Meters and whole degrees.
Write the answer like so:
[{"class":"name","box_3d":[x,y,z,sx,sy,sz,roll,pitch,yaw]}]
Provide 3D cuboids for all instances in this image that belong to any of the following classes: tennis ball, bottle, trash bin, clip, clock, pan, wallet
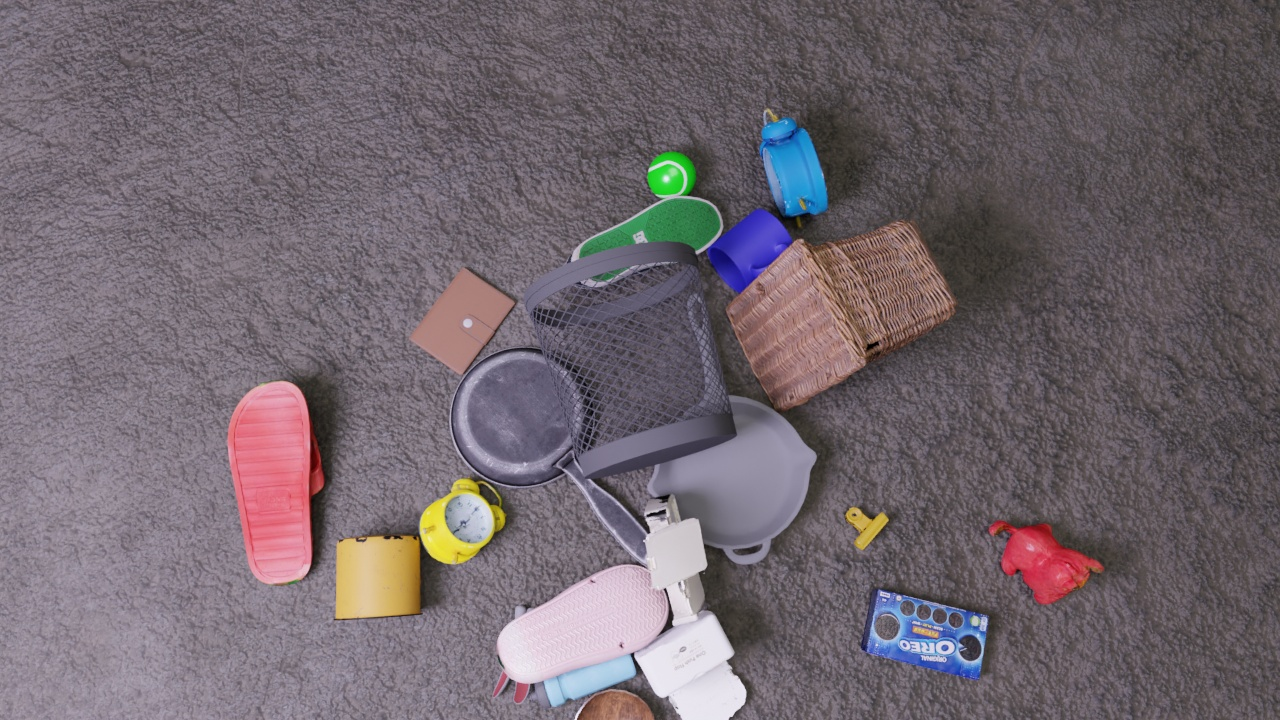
[{"class":"tennis ball","box_3d":[0.042,-0.249,1.241,0.065,0.065,0.065,1,78,-5]},{"class":"bottle","box_3d":[-0.072,0.386,1.112,0.130,0.040,0.040,-18,80,-8]},{"class":"trash bin","box_3d":[-0.007,0.006,1.099,0.217,0.218,0.227,-14,79,-8]},{"class":"clip","box_3d":[0.289,0.212,1.186,0.054,0.045,0.049,-45,110,-10]},{"class":"clock","box_3d":[0.201,-0.264,1.236,0.060,0.117,0.161,-19,80,3]},{"class":"clock","box_3d":[-0.215,0.194,1.123,0.083,0.057,0.118,47,42,-4]},{"class":"pan","box_3d":[0.105,0.084,1.189,0.216,0.024,0.354,-11,79,2]},{"class":"wallet","box_3d":[-0.233,-0.052,1.202,0.087,0.013,0.120,34,78,3]},{"class":"pan","box_3d":[-0.094,0.130,1.165,0.187,0.055,0.357,-42,80,-13]}]

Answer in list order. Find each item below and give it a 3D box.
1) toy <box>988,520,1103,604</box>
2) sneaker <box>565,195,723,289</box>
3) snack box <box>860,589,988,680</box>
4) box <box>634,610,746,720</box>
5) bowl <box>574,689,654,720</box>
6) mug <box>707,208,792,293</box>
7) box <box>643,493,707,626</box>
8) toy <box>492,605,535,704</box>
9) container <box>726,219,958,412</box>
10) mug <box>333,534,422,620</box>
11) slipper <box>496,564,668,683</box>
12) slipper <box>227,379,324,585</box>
[{"class":"toy","box_3d":[0.512,0.243,1.166,0.133,0.094,0.088,41,78,6]},{"class":"sneaker","box_3d":[0.002,-0.155,1.221,0.234,0.079,0.084,-24,94,-27]},{"class":"snack box","box_3d":[0.361,0.348,1.165,0.150,0.027,0.082,13,78,-2]},{"class":"box","box_3d":[0.069,0.386,1.101,0.109,0.121,0.136,-26,80,-9]},{"class":"bowl","box_3d":[-0.034,0.455,1.108,0.102,0.026,0.114,14,78,-1]},{"class":"mug","box_3d":[0.154,-0.140,1.208,0.083,0.111,0.079,-39,122,-11]},{"class":"box","box_3d":[0.054,0.237,1.066,0.070,0.186,0.143,-15,94,7]},{"class":"toy","box_3d":[-0.149,0.356,1.117,0.049,0.030,0.111,3,74,25]},{"class":"container","box_3d":[0.250,-0.060,1.139,0.183,0.250,0.162,-23,82,-19]},{"class":"mug","box_3d":[-0.320,0.258,1.095,0.124,0.100,0.094,-13,74,34]},{"class":"slipper","box_3d":[-0.065,0.322,1.104,0.221,0.056,0.106,-18,56,-23]},{"class":"slipper","box_3d":[-0.441,0.147,1.122,0.103,0.059,0.249,-1,94,-4]}]
